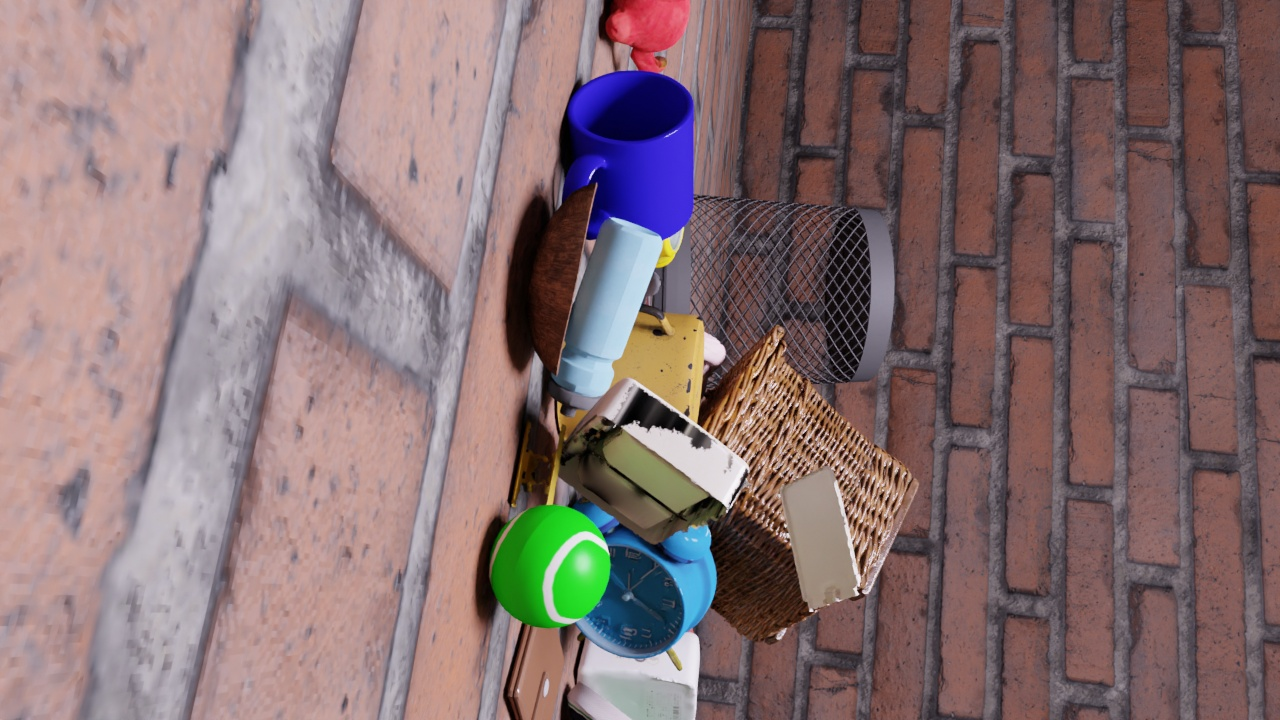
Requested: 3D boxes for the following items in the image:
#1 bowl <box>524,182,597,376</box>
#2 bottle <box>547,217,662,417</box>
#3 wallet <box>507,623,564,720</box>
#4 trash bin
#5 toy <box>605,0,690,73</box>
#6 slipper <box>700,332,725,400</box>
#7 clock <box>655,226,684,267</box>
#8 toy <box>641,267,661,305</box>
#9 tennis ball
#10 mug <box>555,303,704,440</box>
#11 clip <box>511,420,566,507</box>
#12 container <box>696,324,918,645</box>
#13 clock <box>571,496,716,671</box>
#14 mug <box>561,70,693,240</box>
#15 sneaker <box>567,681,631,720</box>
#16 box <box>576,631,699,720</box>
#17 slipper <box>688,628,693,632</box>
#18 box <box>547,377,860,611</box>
[{"bbox_3d":[-0.048,-0.049,0.520,0.102,0.026,0.114,108,-7,-49],"label":"bowl"},{"bbox_3d":[-0.026,-0.023,0.582,0.040,0.040,0.130,-53,164,-76],"label":"bottle"},{"bbox_3d":[-0.068,0.213,0.624,0.121,0.013,0.087,87,11,-46],"label":"wallet"},{"bbox_3d":[0.134,-0.072,0.998,0.218,0.227,0.217,176,-85,-88],"label":"trash bin"},{"bbox_3d":[0.022,-0.262,0.674,0.133,0.094,0.087,89,10,-49],"label":"toy"},{"bbox_3d":[0.014,0.002,0.808,0.222,0.107,0.055,92,22,-77],"label":"slipper"},{"bbox_3d":[0.006,-0.124,0.776,0.118,0.057,0.083,18,77,-76],"label":"clock"},{"bbox_3d":[0.006,-0.078,0.922,0.049,0.030,0.112,-83,175,-50],"label":"toy"},{"bbox_3d":[-0.049,0.111,0.496,0.065,0.065,0.065,7,89,-82],"label":"tennis ball"},{"bbox_3d":[-0.004,0.004,0.652,0.124,0.094,0.100,88,11,-45],"label":"mug"},{"bbox_3d":[-0.064,0.065,0.549,0.049,0.044,0.054,-21,-125,51],"label":"clip"},{"bbox_3d":[0.103,0.129,0.806,0.161,0.183,0.251,-53,178,-32],"label":"container"},{"bbox_3d":[-0.003,0.156,0.709,0.060,0.117,0.161,-41,136,-62],"label":"clock"},{"bbox_3d":[-0.013,-0.123,0.600,0.111,0.079,0.084,-51,154,-31],"label":"mug"},{"bbox_3d":[-0.013,0.373,0.794,0.078,0.084,0.235,-43,125,-26],"label":"sneaker"},{"bbox_3d":[0.006,0.270,0.866,0.136,0.109,0.121,-75,168,-48],"label":"box"},{"bbox_3d":[0.005,0.372,0.936,0.059,0.104,0.248,34,65,-49],"label":"slipper"},{"bbox_3d":[0.045,0.078,0.578,0.070,0.186,0.144,-55,-175,-25],"label":"box"}]
